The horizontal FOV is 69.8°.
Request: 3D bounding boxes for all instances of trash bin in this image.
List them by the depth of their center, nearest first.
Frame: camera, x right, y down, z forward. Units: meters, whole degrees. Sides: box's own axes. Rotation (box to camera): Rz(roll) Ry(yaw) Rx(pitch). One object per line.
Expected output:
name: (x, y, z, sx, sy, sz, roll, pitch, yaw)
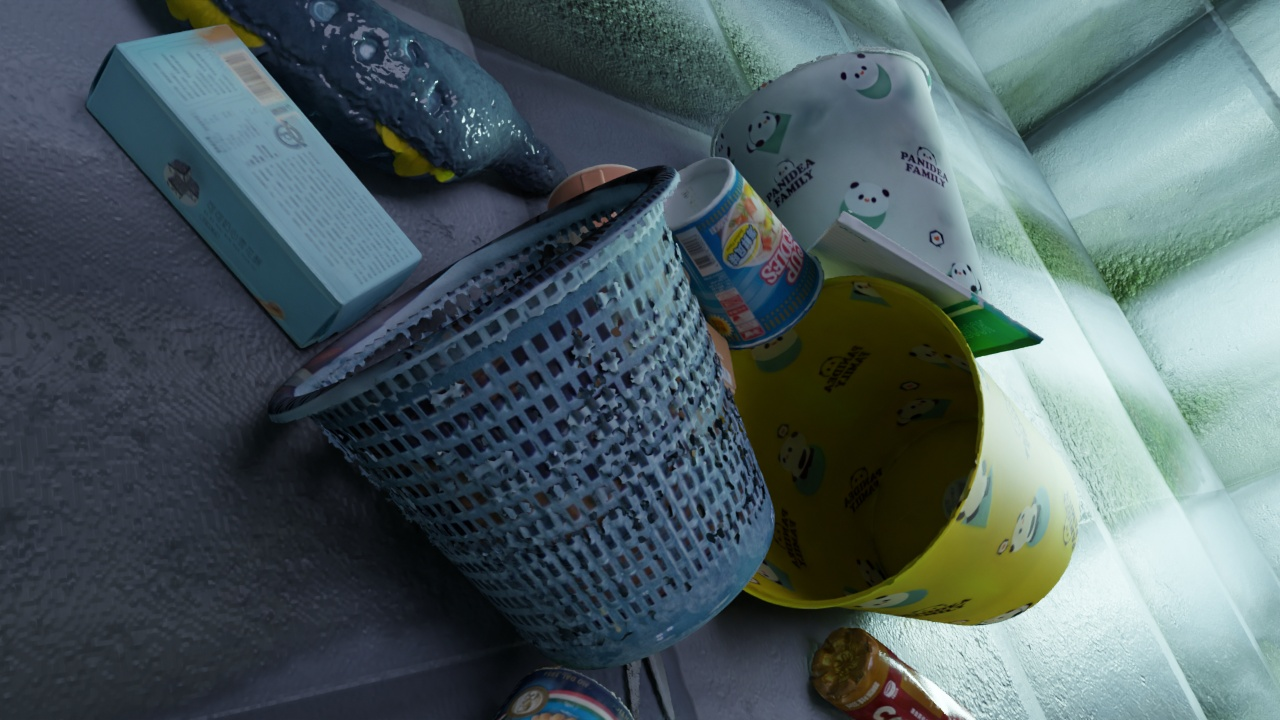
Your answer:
trash bin: (-0.038, 0.039, 0.476, 0.195, 0.227, 0.225, 60, 32, -16)
trash bin: (0.198, 0.091, 0.697, 0.255, 0.230, 0.229, 27, 43, -42)
trash bin: (0.210, -0.129, 0.900, 0.229, 0.230, 0.251, 7, 63, -48)

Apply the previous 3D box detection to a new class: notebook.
notebook: (0.189, -0.046, 0.674, 0.150, 0.012, 0.209, 33, -2, 3)

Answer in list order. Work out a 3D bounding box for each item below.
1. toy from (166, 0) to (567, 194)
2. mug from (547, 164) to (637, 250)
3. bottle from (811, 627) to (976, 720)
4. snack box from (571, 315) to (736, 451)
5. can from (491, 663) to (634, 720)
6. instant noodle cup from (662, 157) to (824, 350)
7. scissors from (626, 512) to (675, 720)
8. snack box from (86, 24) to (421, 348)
toy: (-0.169, -0.179, 0.597, 0.356, 0.091, 0.138, 22, 18, -40)
mug: (-0.021, -0.085, 0.672, 0.115, 0.081, 0.105, 75, 0, -67)
bottle: (0.204, 0.266, 0.691, 0.175, 0.058, 0.057, 40, 37, -22)
snack box: (-0.004, 0.004, 0.613, 0.093, 0.094, 0.077, 42, 21, -19)
can: (-0.052, 0.204, 0.417, 0.075, 0.075, 0.110, 52, 34, -5)
instant noodle cup: (0.060, -0.078, 0.642, 0.110, 0.099, 0.099, 49, 32, -34)
scissors: (-0.011, 0.134, 0.584, 0.163, 0.014, 0.164, 50, 36, -11)
snack box: (-0.207, -0.096, 0.501, 0.175, 0.052, 0.074, 50, 36, -6)
